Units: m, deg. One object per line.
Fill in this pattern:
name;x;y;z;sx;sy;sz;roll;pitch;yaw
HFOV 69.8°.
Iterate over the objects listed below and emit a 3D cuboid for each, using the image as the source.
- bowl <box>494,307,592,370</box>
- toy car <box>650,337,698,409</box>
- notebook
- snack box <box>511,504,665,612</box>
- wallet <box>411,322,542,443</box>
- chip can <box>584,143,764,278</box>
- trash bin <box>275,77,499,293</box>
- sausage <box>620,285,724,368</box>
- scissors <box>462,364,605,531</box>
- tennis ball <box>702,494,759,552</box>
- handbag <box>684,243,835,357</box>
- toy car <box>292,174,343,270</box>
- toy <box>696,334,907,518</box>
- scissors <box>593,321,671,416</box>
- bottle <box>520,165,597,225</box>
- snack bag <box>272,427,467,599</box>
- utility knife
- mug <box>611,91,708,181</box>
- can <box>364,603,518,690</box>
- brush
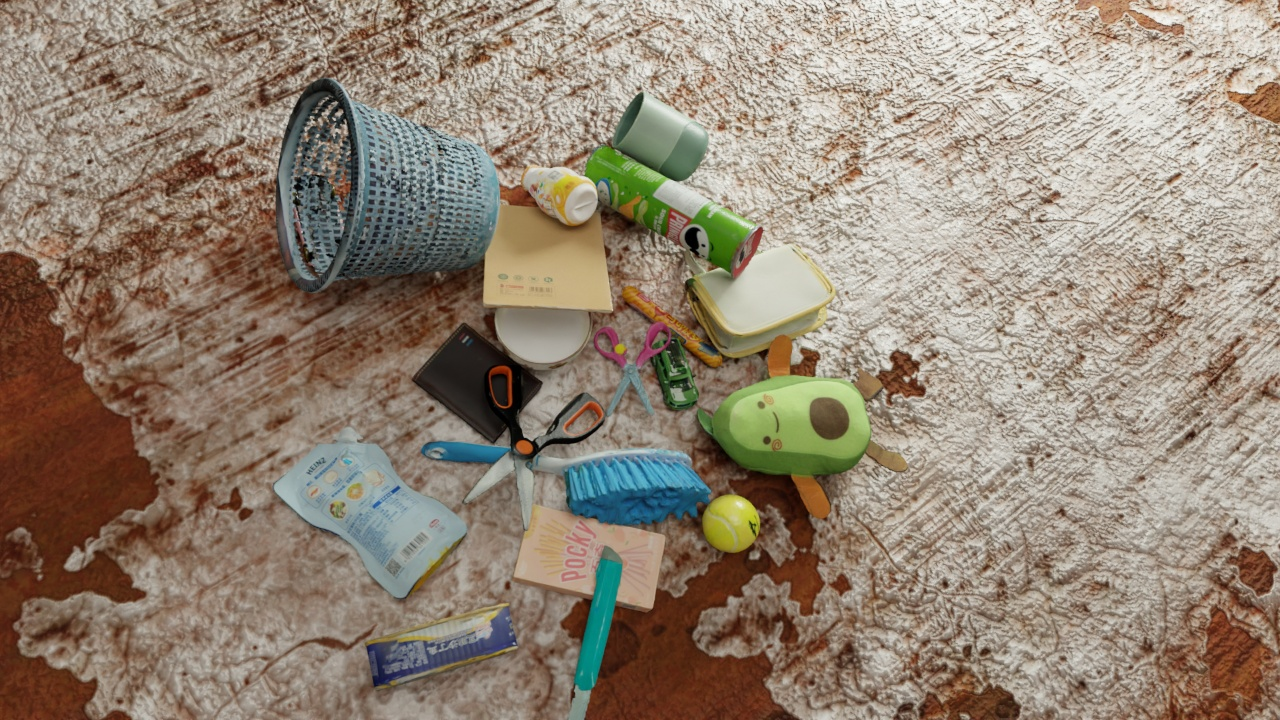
bowl;-0.117;-0.036;1.089;0.113;0.062;0.113;4;65;-8
toy car;0.042;0.015;1.115;0.043;0.036;0.091;-13;75;-17
notebook;-0.114;-0.127;1.108;0.147;0.008;0.207;2;41;-10
snack box;-0.056;0.219;1.016;0.157;0.026;0.084;14;66;-5
wallet;-0.190;0.025;1.075;0.122;0.020;0.096;37;66;3
chip can;0.037;-0.190;1.153;0.236;0.072;0.072;31;65;16
trash bin;-0.277;-0.183;1.036;0.194;0.227;0.226;2;65;-40
sausage;0.039;-0.042;1.145;0.165;0.021;0.021;38;66;5
scissors;-0.128;0.084;1.011;0.220;0.022;0.222;-20;58;-39
tennis ball;0.102;0.185;1.039;0.065;0.066;0.065;4;67;-10
handbag;0.138;-0.097;1.175;0.163;0.063;0.178;-21;58;-18
toy car;-0.387;-0.165;1.105;0.056;0.037;0.122;-14;84;-19
toy;0.196;0.076;1.090;0.246;0.090;0.226;-4;66;-15
scissors;-0.005;0.006;1.102;0.128;0.017;0.133;-30;66;7
bottle;-0.105;-0.213;1.153;0.063;0.063;0.108;-39;50;-23
snack bag;-0.289;0.160;0.989;0.191;0.039;0.110;39;71;8
utility knife;-0.052;0.302;0.973;0.029;0.013;0.209;15;77;-7
mug;0.026;-0.296;1.213;0.106;0.082;0.111;24;22;-20
can;-0.200;0.290;0.932;0.148;0.075;0.049;-12;73;-16
brush;-0.084;0.129;1.028;0.314;0.061;0.109;-1;39;-13
